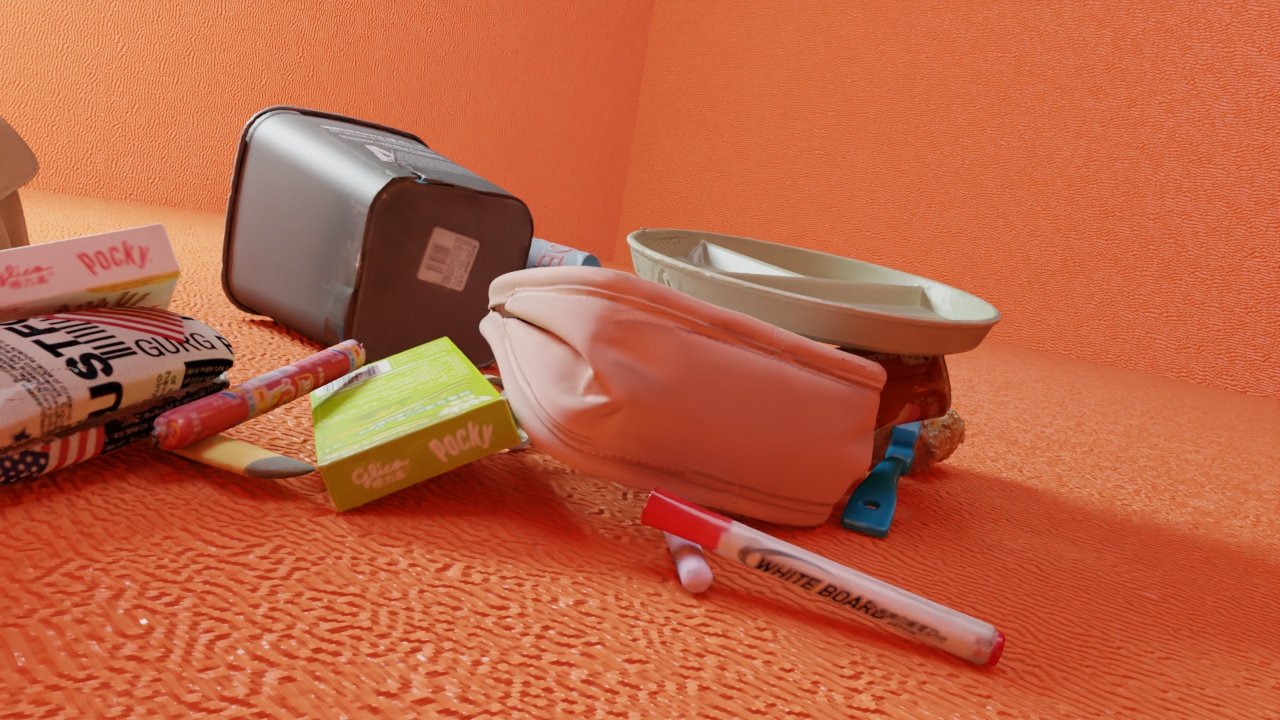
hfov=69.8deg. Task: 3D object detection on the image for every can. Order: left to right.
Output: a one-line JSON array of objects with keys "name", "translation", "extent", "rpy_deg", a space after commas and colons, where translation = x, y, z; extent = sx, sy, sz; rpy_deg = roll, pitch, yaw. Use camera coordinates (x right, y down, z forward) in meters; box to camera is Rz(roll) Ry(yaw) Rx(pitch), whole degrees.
[{"name": "can", "translation": [0.122, 0.022, 0.601], "extent": [0.147, 0.058, 0.058], "rpy_deg": [-12, 6, 8]}]

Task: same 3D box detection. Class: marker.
[{"name": "marker", "translation": [0.068, 0.084, 0.361], "extent": [0.145, 0.017, 0.017], "rpy_deg": [20, 11, 17]}]

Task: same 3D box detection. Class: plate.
[{"name": "plate", "translation": [0.102, -0.045, 0.569], "extent": [0.230, 0.027, 0.230], "rpy_deg": [10, 16, -3]}]

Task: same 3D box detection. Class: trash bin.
[{"name": "trash bin", "translation": [-0.224, -0.101, 0.801], "extent": [0.198, 0.199, 0.220], "rpy_deg": [2, 17, -44]}]

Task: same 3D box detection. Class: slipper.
[{"name": "slipper", "translation": [-0.056, -0.064, 0.870], "extent": [0.245, 0.074, 0.104], "rpy_deg": [35, 3, 13]}]

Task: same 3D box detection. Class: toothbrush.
[{"name": "toothbrush", "translation": [0.017, 0.071, 0.453], "extent": [0.021, 0.029, 0.189], "rpy_deg": [-33, 11, 2]}]

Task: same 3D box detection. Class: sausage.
[{"name": "sausage", "translation": [-0.180, 0.014, 0.453], "extent": [0.020, 0.020, 0.155], "rpy_deg": [12, 19, 15]}]

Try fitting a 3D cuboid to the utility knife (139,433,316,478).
[{"name": "utility knife", "translation": [-0.221, 0.034, 0.437], "extent": [0.177, 0.019, 0.030], "rpy_deg": [15, 7, 32]}]

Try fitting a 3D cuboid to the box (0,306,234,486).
[{"name": "box", "translation": [-0.244, 0.025, 0.389], "extent": [0.075, 0.076, 0.163], "rpy_deg": [22, 16, 10]}]

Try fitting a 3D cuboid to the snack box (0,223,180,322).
[{"name": "snack box", "translation": [-0.288, -0.026, 0.464], "extent": [0.084, 0.027, 0.157], "rpy_deg": [-19, 0, -33]}]

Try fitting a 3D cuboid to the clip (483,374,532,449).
[{"name": "clip", "translation": [-0.072, 0.039, 0.567], "extent": [0.034, 0.076, 0.103], "rpy_deg": [12, -2, 26]}]

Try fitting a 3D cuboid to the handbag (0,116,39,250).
[{"name": "handbag", "translation": [-0.409, -0.072, 0.493], "extent": [0.100, 0.148, 0.204], "rpy_deg": [7, 13, -1]}]

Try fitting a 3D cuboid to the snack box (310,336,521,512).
[{"name": "snack box", "translation": [-0.121, 0.026, 0.467], "extent": [0.085, 0.026, 0.156], "rpy_deg": [-22, 18, -16]}]

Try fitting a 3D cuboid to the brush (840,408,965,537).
[{"name": "brush", "translation": [0.164, 0.064, 0.598], "extent": [0.083, 0.046, 0.254], "rpy_deg": [13, 14, 19]}]

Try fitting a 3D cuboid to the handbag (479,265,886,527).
[{"name": "handbag", "translation": [-0.003, 0.003, 0.518], "extent": [0.193, 0.093, 0.234], "rpy_deg": [18, 3, -35]}]
